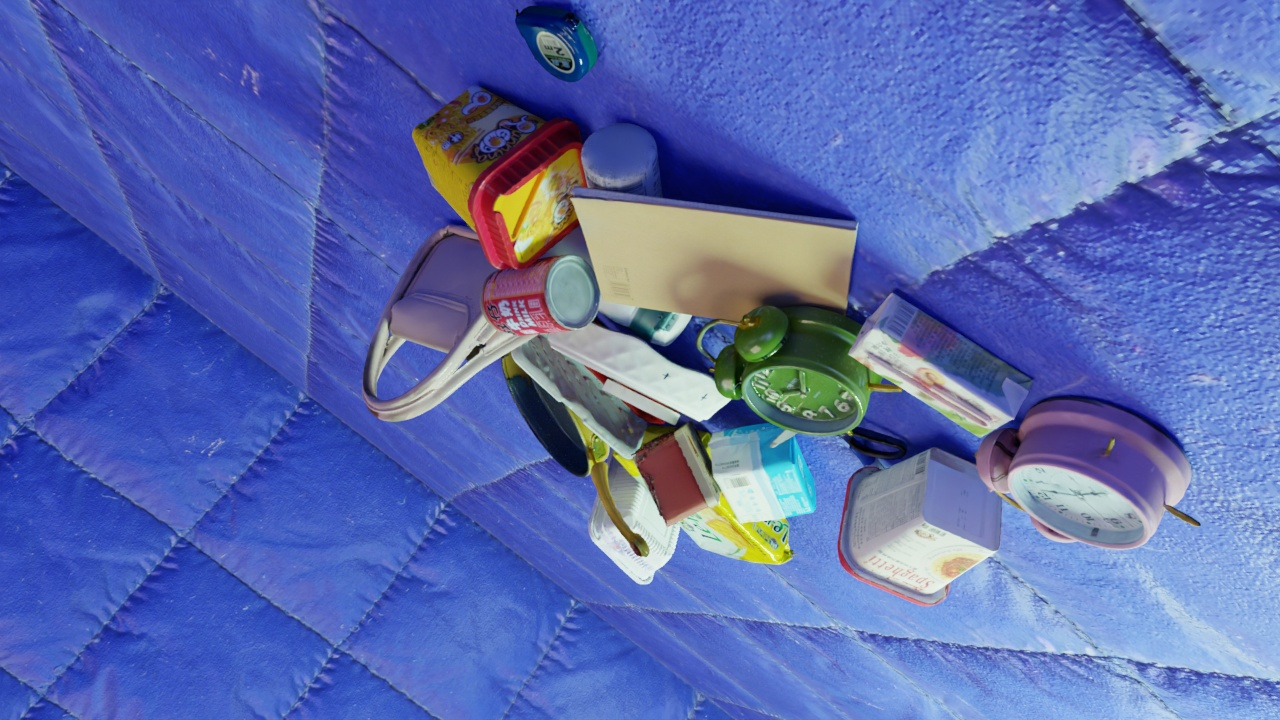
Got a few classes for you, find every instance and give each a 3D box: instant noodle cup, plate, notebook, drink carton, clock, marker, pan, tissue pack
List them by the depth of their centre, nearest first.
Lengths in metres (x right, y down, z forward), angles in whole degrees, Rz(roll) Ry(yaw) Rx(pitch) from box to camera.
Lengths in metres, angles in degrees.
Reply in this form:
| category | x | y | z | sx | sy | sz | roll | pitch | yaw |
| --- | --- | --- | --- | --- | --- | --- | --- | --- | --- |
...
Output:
| category | x | y | z | sx | sy | sz | roll | pitch | yaw |
| --- | --- | --- | --- | --- | --- | --- | --- | --- | --- |
| drink carton | 0.222 | 0.006 | 0.685 | 0.122 | 0.045 | 0.054 | 34 | 157 | 4 |
| clock | 0.322 | 0.089 | 0.688 | 0.117 | 0.059 | 0.159 | 40 | 160 | -8 |
| notebook | 0.058 | -0.073 | 0.725 | 0.212 | 0.012 | 0.150 | 9 | 152 | 13 |
| clock | 0.123 | 0.006 | 0.756 | 0.161 | 0.056 | 0.116 | 23 | 148 | -2 |
| instant noodle cup | -0.119 | -0.160 | 0.777 | 0.123 | 0.116 | 0.116 | 39 | 160 | 24 |
| instant noodle cup | 0.255 | 0.145 | 0.827 | 0.116 | 0.116 | 0.124 | 23 | 148 | -7 |
| plate | -0.005 | 0.005 | 0.926 | 0.205 | 0.045 | 0.205 | 27 | 177 | 1 |
| marker | 0.249 | 0.127 | 0.927 | 0.017 | 0.016 | 0.146 | 7 | 144 | 51 |
| tissue pack | 0.134 | 0.119 | 0.989 | 0.090 | 0.063 | 0.140 | -12 | 139 | 17 |
| pan | -0.078 | 0.112 | 1.160 | 0.357 | 0.078 | 0.198 | 40 | 153 | 36 |
| instant noodle cup | 0.007 | 0.202 | 1.259 | 0.060 | 0.173 | 0.138 | -20 | 125 | 35 |

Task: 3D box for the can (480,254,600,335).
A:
| category | x | y | z | sx | sy | sz | roll | pitch | yaw |
| --- | --- | --- | --- | --- | --- | --- | --- | --- | --- |
| can | -0.091 | -0.057 | 0.816 | 0.094 | 0.066 | 0.066 | -3 | 137 | 42 |

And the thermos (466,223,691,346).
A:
| category | x | y | z | sx | sy | sz | roll | pitch | yaw |
| --- | --- | --- | --- | --- | --- | --- | --- | --- | --- |
| thermos | -0.052 | -0.094 | 0.861 | 0.224 | 0.073 | 0.073 | 33 | 158 | 5 |

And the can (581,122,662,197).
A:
| category | x | y | z | sx | sy | sz | roll | pitch | yaw |
| --- | --- | --- | --- | --- | --- | --- | --- | --- | --- |
| can | -0.009 | -0.122 | 0.748 | 0.058 | 0.058 | 0.147 | 27 | 157 | 20 |

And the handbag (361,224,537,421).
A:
| category | x | y | z | sx | sy | sz | roll | pitch | yaw |
| --- | --- | --- | --- | --- | --- | --- | --- | --- | --- |
| handbag | -0.209 | -0.033 | 0.982 | 0.194 | 0.233 | 0.093 | 14 | 148 | 43 |

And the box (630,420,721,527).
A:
| category | x | y | z | sx | sy | sz | roll | pitch | yaw |
| --- | --- | --- | --- | --- | --- | --- | --- | --- | --- |
| box | 0.034 | 0.120 | 0.984 | 0.091 | 0.077 | 0.168 | 64 | -175 | 3 |

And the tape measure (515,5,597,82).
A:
| category | x | y | z | sx | sy | sz | roll | pitch | yaw |
| --- | --- | --- | --- | --- | --- | --- | --- | --- | --- |
| tape measure | -0.056 | -0.226 | 0.652 | 0.058 | 0.025 | 0.054 | 24 | 157 | 37 |

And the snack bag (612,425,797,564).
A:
| category | x | y | z | sx | sy | sz | roll | pitch | yaw |
| --- | --- | --- | --- | --- | --- | --- | --- | --- | --- |
| snack bag | 0.087 | 0.172 | 1.184 | 0.158 | 0.068 | 0.246 | 1 | 139 | 53 |

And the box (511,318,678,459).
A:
| category | x | y | z | sx | sy | sz | roll | pitch | yaw |
| --- | --- | --- | --- | --- | --- | --- | --- | --- | --- |
| box | -0.058 | 0.027 | 1.068 | 0.201 | 0.098 | 0.095 | 43 | 158 | -19 |

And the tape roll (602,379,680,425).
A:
| category | x | y | z | sx | sy | sz | roll | pitch | yaw |
| --- | --- | --- | --- | --- | --- | --- | --- | --- | --- |
| tape roll | 0.000 | 0.044 | 0.961 | 0.086 | 0.014 | 0.086 | 26 | 178 | 1 |

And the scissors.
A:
| category | x | y | z | sx | sy | sz | roll | pitch | yaw |
| --- | --- | --- | --- | --- | --- | --- | --- | --- | --- |
| scissors | 0.171 | 0.053 | 0.858 | 0.162 | 0.012 | 0.174 | 29 | 145 | -3 |
